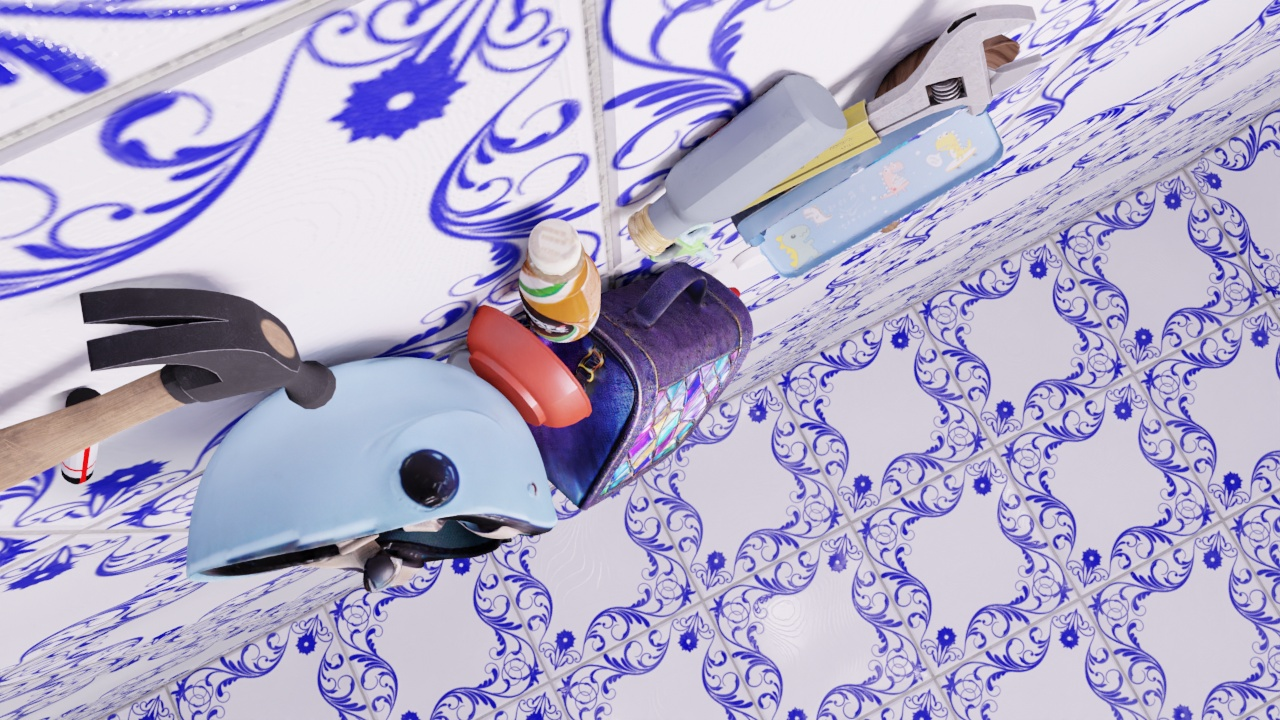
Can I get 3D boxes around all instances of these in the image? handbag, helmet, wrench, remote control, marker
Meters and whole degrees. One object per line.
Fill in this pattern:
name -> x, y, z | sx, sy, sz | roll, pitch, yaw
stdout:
handbag -> -0.005, 0.005, 0.841 | 0.204, 0.125, 0.223 | -25, 150, -53
helmet -> -0.202, 0.086, 0.681 | 0.265, 0.166, 0.226 | -5, 164, -46
wrench -> 0.144, -0.161, 0.642 | 0.274, 0.018, 0.083 | -22, 145, 34
remote control -> 0.165, -0.135, 1.013 | 0.136, 0.013, 0.043 | -26, 171, -8
marker -> -0.341, 0.052, 0.559 | 0.019, 0.019, 0.146 | -20, 169, -38

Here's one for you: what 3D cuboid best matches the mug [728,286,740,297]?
mug -> 0.055, -0.043, 1.004 | 0.117, 0.080, 0.096 | -39, 167, 27

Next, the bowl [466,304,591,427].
bowl -> -0.095, 0.012, 0.719 | 0.035, 0.122, 0.122 | -47, 178, -18

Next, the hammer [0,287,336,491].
hammer -> -0.326, 0.047, 0.470 | 0.305, 0.040, 0.132 | -23, 159, 2

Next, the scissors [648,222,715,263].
scissors -> 0.049, -0.105, 0.850 | 0.065, 0.033, 0.174 | -33, 167, 13

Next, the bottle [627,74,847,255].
bottle -> 0.058, -0.127, 0.627 | 0.162, 0.046, 0.072 | -33, 170, 33

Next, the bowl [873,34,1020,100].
bowl -> 0.214, -0.207, 0.674 | 0.119, 0.032, 0.119 | -27, 171, -5

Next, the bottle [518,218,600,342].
bottle -> -0.057, -0.057, 0.645 | 0.059, 0.059, 0.167 | -26, 171, -8

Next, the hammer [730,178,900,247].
hammer -> 0.205, -0.152, 0.896 | 0.130, 0.040, 0.321 | -33, 167, 26

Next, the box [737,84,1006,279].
box -> 0.181, -0.141, 0.733 | 0.210, 0.039, 0.126 | -30, 155, 19

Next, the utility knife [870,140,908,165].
utility knife -> 0.235, -0.194, 0.879 | 0.031, 0.015, 0.198 | -29, 170, -6

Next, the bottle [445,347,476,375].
bottle -> -0.122, 0.010, 0.865 | 0.053, 0.053, 0.186 | -30, 170, 15
